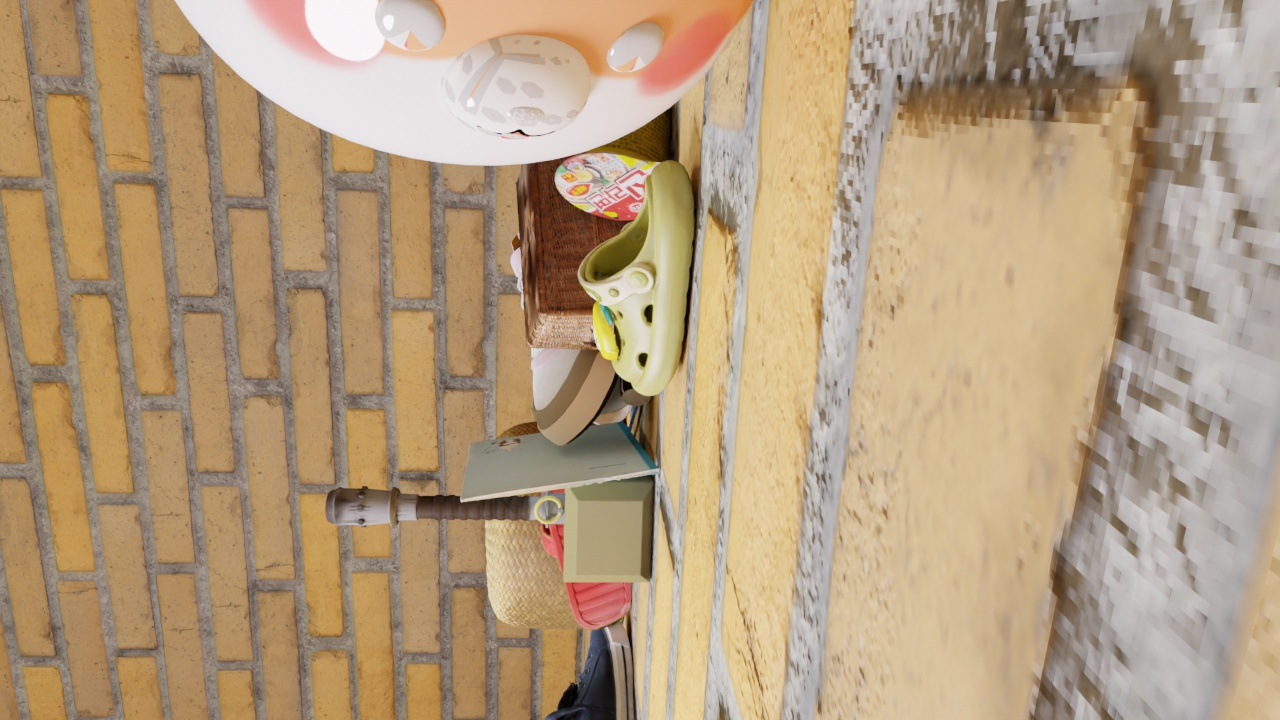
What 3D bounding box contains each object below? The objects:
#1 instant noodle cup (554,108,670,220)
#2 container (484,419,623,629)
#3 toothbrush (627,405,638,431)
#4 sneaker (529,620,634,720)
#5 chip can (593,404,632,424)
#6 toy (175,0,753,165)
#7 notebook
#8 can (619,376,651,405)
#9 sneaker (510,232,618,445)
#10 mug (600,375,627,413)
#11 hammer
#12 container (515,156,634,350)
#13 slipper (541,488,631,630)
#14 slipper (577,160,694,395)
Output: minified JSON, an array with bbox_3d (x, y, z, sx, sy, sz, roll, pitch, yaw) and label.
[{"bbox_3d":[-0.016,-0.194,0.792,0.100,0.100,0.112,103,175,-68],"label":"instant noodle cup"},{"bbox_3d":[-0.121,0.231,1.321,0.307,0.196,0.307,179,92,-84],"label":"container"},{"bbox_3d":[-0.013,0.066,1.074,0.167,0.014,0.016,107,178,-64],"label":"toothbrush"},{"bbox_3d":[-0.068,0.409,1.065,0.294,0.127,0.121,-93,5,-59],"label":"sneaker"},{"bbox_3d":[-0.052,0.041,1.261,0.220,0.069,0.069,-145,56,-85],"label":"chip can"},{"bbox_3d":[-0.061,-0.210,0.354,0.281,0.262,0.265,149,117,-63],"label":"toy"},{"bbox_3d":[-0.088,0.098,0.938,0.253,0.181,0.009,-146,50,-80],"label":"notebook"},{"bbox_3d":[-0.006,0.005,0.939,0.032,0.031,0.080,97,172,-52],"label":"can"},{"bbox_3d":[-0.091,-0.054,0.966,0.112,0.116,0.293,-35,39,40],"label":"sneaker"},{"bbox_3d":[-0.044,-0.015,1.061,0.094,0.085,0.122,-88,1,-53],"label":"mug"},{"bbox_3d":[-0.157,0.152,0.950,0.190,0.325,0.101,-119,30,-81],"label":"hammer"},{"bbox_3d":[-0.051,-0.110,0.870,0.114,0.112,0.198,133,133,-69],"label":"container"},{"bbox_3d":[-0.067,0.204,1.103,0.059,0.103,0.249,-146,47,-64],"label":"slipper"},{"bbox_3d":[-0.005,-0.056,0.678,0.091,0.081,0.191,-99,13,-52],"label":"slipper"}]
